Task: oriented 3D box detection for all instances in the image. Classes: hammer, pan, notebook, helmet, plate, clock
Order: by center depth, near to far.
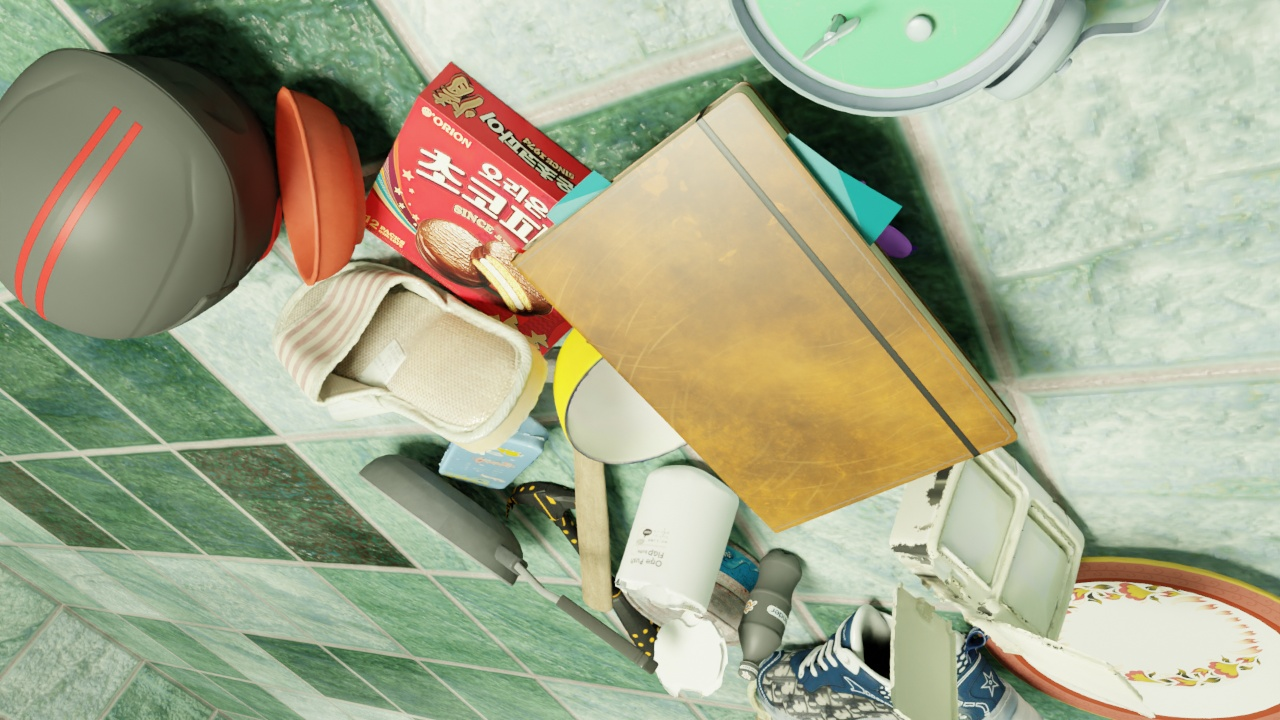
[{"bbox_3d":[0.114,-0.154,0.343,0.162,0.075,0.122,15,142,14],"label":"clock"},{"bbox_3d":[0.065,-0.018,0.479,0.179,0.014,0.249,-30,113,35],"label":"notebook"},{"bbox_3d":[-0.336,-0.100,0.600,0.164,0.169,0.266,38,141,-14],"label":"helmet"},{"bbox_3d":[0.363,0.202,0.658,0.230,0.021,0.230,17,142,13],"label":"plate"},{"bbox_3d":[-0.039,0.115,0.775,0.119,0.030,0.332,16,138,17],"label":"hammer"},{"bbox_3d":[-0.117,0.172,0.807,0.358,0.041,0.178,24,161,39],"label":"pan"},{"bbox_3d":[-0.028,0.232,0.923,0.123,0.036,0.321,-3,132,35],"label":"hammer"}]

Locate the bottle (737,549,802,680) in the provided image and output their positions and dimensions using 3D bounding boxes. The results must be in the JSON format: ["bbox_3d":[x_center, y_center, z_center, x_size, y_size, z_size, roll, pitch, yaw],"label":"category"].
[{"bbox_3d":[0.102,0.207,0.748,0.036,0.109,0.036,17,142,13],"label":"bottle"}]

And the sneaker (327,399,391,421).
[{"bbox_3d":[-0.176,-0.008,0.703,0.236,0.087,0.079,-10,107,43],"label":"sneaker"}]

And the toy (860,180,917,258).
[{"bbox_3d":[0.091,-0.055,0.489,0.106,0.055,0.088,-7,128,24],"label":"toy"}]

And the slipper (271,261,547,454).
[{"bbox_3d":[-0.173,-0.011,0.617,0.263,0.115,0.052,19,162,37],"label":"slipper"}]

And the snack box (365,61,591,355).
[{"bbox_3d":[-0.088,-0.086,0.576,0.152,0.035,0.133,36,142,-12],"label":"snack box"}]

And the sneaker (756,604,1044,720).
[{"bbox_3d":[0.196,0.263,0.787,0.270,0.103,0.132,-11,110,50],"label":"sneaker"}]

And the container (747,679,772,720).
[{"bbox_3d":[0.160,0.446,0.901,0.143,0.245,0.185,11,138,6],"label":"container"}]

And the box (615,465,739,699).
[{"bbox_3d":[0.032,0.173,0.717,0.085,0.162,0.112,2,150,37],"label":"box"}]

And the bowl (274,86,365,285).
[{"bbox_3d":[-0.201,-0.110,0.579,0.122,0.035,0.122,29,124,56],"label":"bowl"}]

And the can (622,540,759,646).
[{"bbox_3d":[0.050,0.205,0.832,0.130,0.044,0.130,17,142,13],"label":"can"}]

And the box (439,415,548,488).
[{"bbox_3d":[-0.124,0.078,0.739,0.066,0.049,0.210,33,159,-7],"label":"box"}]

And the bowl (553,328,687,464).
[{"bbox_3d":[-0.003,0.003,0.591,0.117,0.067,0.117,-15,136,-15],"label":"bowl"}]

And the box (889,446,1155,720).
[{"bbox_3d":[0.221,0.136,0.535,0.145,0.185,0.096,38,134,-26],"label":"box"}]
